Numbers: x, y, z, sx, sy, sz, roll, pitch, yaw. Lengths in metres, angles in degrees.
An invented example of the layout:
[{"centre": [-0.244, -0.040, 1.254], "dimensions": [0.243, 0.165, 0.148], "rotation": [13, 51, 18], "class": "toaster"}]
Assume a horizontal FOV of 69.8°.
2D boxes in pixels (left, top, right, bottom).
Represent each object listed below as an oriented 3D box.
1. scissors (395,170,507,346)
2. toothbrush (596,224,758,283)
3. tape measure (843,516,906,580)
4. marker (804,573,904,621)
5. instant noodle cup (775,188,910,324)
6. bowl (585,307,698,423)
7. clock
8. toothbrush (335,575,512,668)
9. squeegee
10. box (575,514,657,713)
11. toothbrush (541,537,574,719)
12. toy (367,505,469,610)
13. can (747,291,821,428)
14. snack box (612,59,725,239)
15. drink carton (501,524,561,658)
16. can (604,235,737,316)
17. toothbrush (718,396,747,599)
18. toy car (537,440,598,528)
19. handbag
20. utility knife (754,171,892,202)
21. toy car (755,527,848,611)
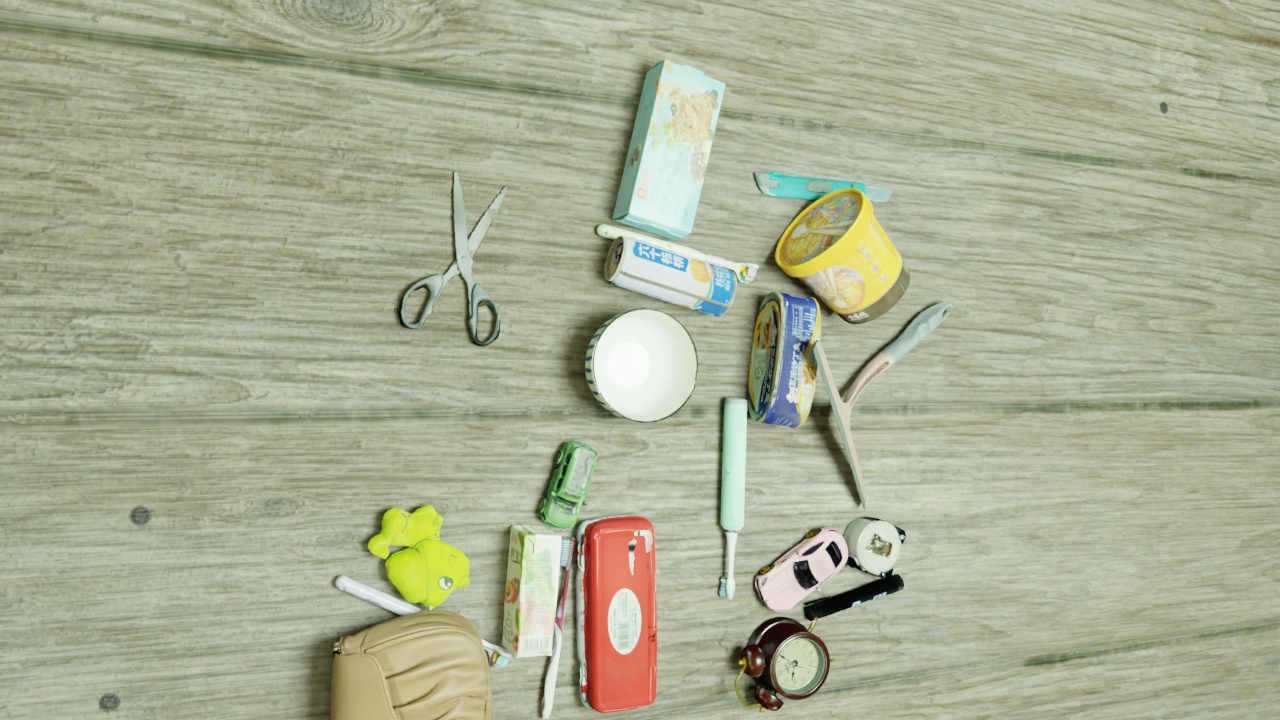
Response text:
[{"centre": [-0.178, -0.095, 0.912], "dimensions": [0.159, 0.014, 0.178], "rotation": [-30, 99, -22], "class": "scissors"}, {"centre": [0.041, -0.118, 0.995], "dimensions": [0.189, 0.029, 0.020], "rotation": [14, 43, -20], "class": "toothbrush"}, {"centre": [0.274, 0.219, 1.083], "dimensions": [0.066, 0.034, 0.065], "rotation": [25, 79, -21], "class": "tape measure"}, {"centre": [0.253, 0.279, 1.083], "dimensions": [0.131, 0.020, 0.022], "rotation": [-12, 69, -21], "class": "marker"}, {"centre": [0.231, -0.111, 1.025], "dimensions": [0.114, 0.119, 0.118], "rotation": [42, 75, -25], "class": "instant noodle cup"}, {"centre": [-0.006, 0.006, 0.951], "dimensions": [0.116, 0.066, 0.116], "rotation": [0, 89, -22], "class": "bowl"}, {"centre": [0.156, 0.340, 1.024], "dimensions": [0.121, 0.055, 0.082], "rotation": [-27, 100, -18], "class": "clock"}, {"centre": [-0.211, 0.255, 0.895], "dimensions": [0.189, 0.029, 0.021], "rotation": [32, 38, -18], "class": "toothbrush"}, {"centre": [0.291, 0.005, 1.083], "dimensions": [0.249, 0.040, 0.248], "rotation": [-42, 126, -26], "class": "squeegee"}, {"centre": [-0.027, 0.264, 0.963], "dimensions": [0.086, 0.047, 0.201], "rotation": [-1, 91, -22], "class": "box"}, {"centre": [-0.088, 0.276, 0.946], "dimensions": [0.017, 0.016, 0.187], "rotation": [9, 87, -14], "class": "toothbrush"}, {"centre": [-0.213, 0.191, 0.887], "dimensions": [0.096, 0.031, 0.100], "rotation": [0, 86, -22], "class": "toy"}, {"centre": [0.158, -0.001, 1.014], "dimensions": [0.049, 0.075, 0.148], "rotation": [9, 86, -19], "class": "can"}, {"centre": [0.030, -0.221, 0.972], "dimensions": [0.074, 0.052, 0.174], "rotation": [15, 84, -22], "class": "snack box"}, {"centre": [-0.107, 0.229, 0.918], "dimensions": [0.045, 0.054, 0.122], "rotation": [5, 89, -24], "class": "drink carton"}, {"centre": [0.032, -0.089, 0.972], "dimensions": [0.134, 0.053, 0.053], "rotation": [16, 84, -21], "class": "can"}, {"centre": [0.102, 0.152, 1.017], "dimensions": [0.026, 0.027, 0.224], "rotation": [2, 89, -51], "class": "toothbrush"}, {"centre": [-0.072, 0.129, 0.942], "dimensions": [0.043, 0.036, 0.091], "rotation": [20, 86, -22], "class": "toy car"}, {"centre": [-0.212, 0.340, 0.848], "dimensions": [0.147, 0.100, 0.204], "rotation": [2, 94, -18], "class": "handbag"}, {"centre": [0.216, -0.200, 1.068], "dimensions": [0.186, 0.013, 0.029], "rotation": [0, 90, -22], "class": "utility knife"}, {"centre": [0.187, 0.239, 1.047], "dimensions": [0.122, 0.037, 0.056], "rotation": [-33, 100, -18], "class": "toy car"}]
